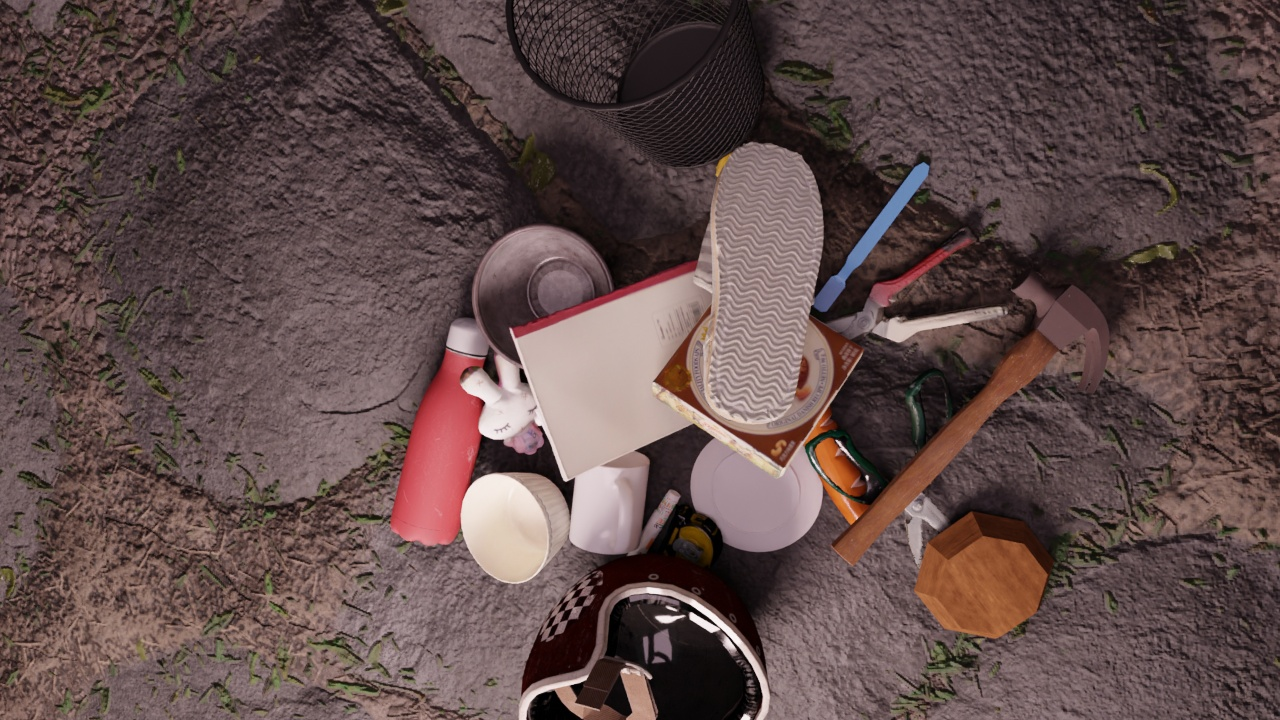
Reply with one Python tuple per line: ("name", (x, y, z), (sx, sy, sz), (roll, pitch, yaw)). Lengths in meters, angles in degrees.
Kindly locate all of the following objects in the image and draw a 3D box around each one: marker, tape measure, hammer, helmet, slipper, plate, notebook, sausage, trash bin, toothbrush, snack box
("marker", (0.000, 0.198, 0.971), (0.017, 0.017, 0.146), (32, 105, 6))
("tape measure", (0.053, 0.188, 0.945), (0.061, 0.034, 0.062), (23, 113, 13))
("hammer", (0.297, 0.064, 0.846), (0.115, 0.033, 0.323), (42, 94, -2))
("helmet", (0.000, 0.301, 0.862), (0.235, 0.252, 0.233), (-23, 111, 39))
("slipper", (0.107, -0.072, 0.841), (0.114, 0.054, 0.272), (6, 72, -1))
("plate", (0.117, 0.133, 0.937), (0.135, 0.011, 0.134), (2, 100, 12))
("notebook", (-0.005, 0.005, 0.874), (0.208, 0.012, 0.153), (-22, 98, -24))
("sausage", (0.189, 0.092, 0.900), (0.044, 0.039, 0.164), (-26, 93, 9))
("trash bin", (0.016, -0.262, 0.774), (0.184, 0.210, 0.184), (-2, 83, 17))
("toothbrush", (0.219, -0.116, 0.874), (0.016, 0.014, 0.167), (36, 101, 4))
("plate", (0.335, 0.212, 0.883), (0.131, 0.025, 0.131), (0, 102, 2))
("snack box", (0.109, 0.011, 0.860), (0.147, 0.041, 0.143), (34, 73, 13))

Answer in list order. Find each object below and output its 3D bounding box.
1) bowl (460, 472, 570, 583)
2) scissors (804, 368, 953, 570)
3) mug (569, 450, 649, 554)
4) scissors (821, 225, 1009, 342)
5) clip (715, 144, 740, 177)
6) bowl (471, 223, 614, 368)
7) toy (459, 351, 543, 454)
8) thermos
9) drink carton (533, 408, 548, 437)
("bowl", (-0.124, 0.167, 0.959), (0.115, 0.062, 0.115), (6, 101, 31))
("scissors", (0.266, 0.097, 0.882), (0.206, 0.015, 0.179), (40, 85, -17))
("mug", (-0.027, 0.146, 0.921), (0.073, 0.110, 0.090), (3, 101, -15))
("scissors", (0.253, -0.053, 0.874), (0.179, 0.015, 0.187), (21, 104, 8))
("clip", (0.072, -0.207, 0.890), (0.046, 0.037, 0.053), (17, 104, -4))
("bowl", (-0.088, -0.065, 0.920), (0.145, 0.067, 0.145), (2, 100, 12))
("toy", (-0.135, 0.046, 0.950), (0.038, 0.079, 0.123), (8, 131, 50))
("thermos", (-0.203, 0.072, 0.966), (0.073, 0.073, 0.240), (16, 97, 9))
("drink carton", (-0.044, 0.041, 0.932), (0.123, 0.058, 0.040), (-25, 93, 15))
